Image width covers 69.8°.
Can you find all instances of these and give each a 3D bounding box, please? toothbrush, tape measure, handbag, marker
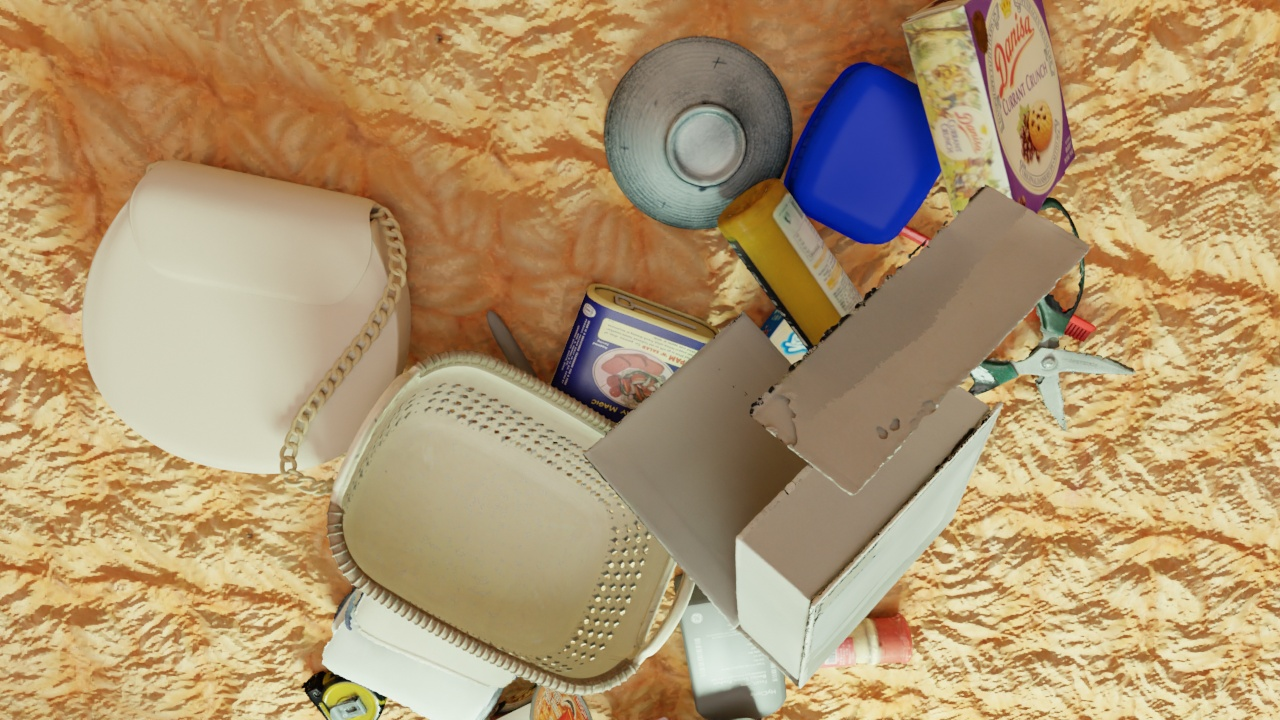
[{"bbox_3d":[0.260,-0.064,0.705,0.212,0.012,0.018,25,111,-11],"label":"toothbrush"},{"bbox_3d":[-0.255,0.297,0.807,0.061,0.034,0.062,-26,110,5],"label":"tape measure"},{"bbox_3d":[-0.158,0.204,0.758,0.151,0.074,0.176,32,96,-13],"label":"handbag"},{"bbox_3d":[-0.086,0.021,0.717,0.016,0.022,0.139,-23,111,10],"label":"marker"},{"bbox_3d":[-0.274,-0.024,0.651,0.210,0.103,0.209,11,106,-8],"label":"handbag"}]

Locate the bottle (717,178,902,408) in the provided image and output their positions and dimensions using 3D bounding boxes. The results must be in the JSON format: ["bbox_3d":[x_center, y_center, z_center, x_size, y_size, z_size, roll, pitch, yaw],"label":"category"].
[{"bbox_3d":[0.127,-0.040,0.652,0.053,0.053,0.186,-36,108,10],"label":"bottle"}]

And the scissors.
[{"bbox_3d":[0.292,-0.033,0.705,0.201,0.015,0.203,5,115,-1],"label":"scissors"}]

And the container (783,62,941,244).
[{"bbox_3d":[0.160,-0.142,0.639,0.096,0.058,0.114,27,105,-2],"label":"container"}]

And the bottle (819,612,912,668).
[{"bbox_3d":[0.180,0.247,0.802,0.109,0.044,0.044,-5,110,0],"label":"bottle"}]

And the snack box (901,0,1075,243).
[{"bbox_3d":[0.232,-0.172,0.599,0.041,0.143,0.148,-4,117,42],"label":"snack box"}]

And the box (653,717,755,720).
[{"bbox_3d":[0.055,0.393,0.834,0.152,0.038,0.201,-15,122,5],"label":"box"}]

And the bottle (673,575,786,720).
[{"bbox_3d":[0.083,0.267,0.803,0.084,0.046,0.174,-9,111,1],"label":"bottle"}]

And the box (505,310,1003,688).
[{"bbox_3d":[0.044,0.059,0.677,0.167,0.422,0.174,-40,127,-19],"label":"box"}]

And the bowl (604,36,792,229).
[{"bbox_3d":[0.043,-0.153,0.639,0.137,0.057,0.137,-1,111,-2],"label":"bowl"}]

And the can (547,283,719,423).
[{"bbox_3d":[-0.004,0.004,0.697,0.116,0.056,0.092,20,107,-9],"label":"can"}]

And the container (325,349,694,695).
[{"bbox_3d":[-0.096,0.117,0.653,0.246,0.143,0.184,33,64,-13],"label":"container"}]

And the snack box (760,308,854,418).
[{"bbox_3d":[0.110,0.029,0.722,0.087,0.034,0.151,32,106,-13],"label":"snack box"}]

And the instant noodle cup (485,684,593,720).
[{"bbox_3d":[-0.115,0.352,0.796,0.122,0.123,0.123,-22,110,15],"label":"instant noodle cup"}]
